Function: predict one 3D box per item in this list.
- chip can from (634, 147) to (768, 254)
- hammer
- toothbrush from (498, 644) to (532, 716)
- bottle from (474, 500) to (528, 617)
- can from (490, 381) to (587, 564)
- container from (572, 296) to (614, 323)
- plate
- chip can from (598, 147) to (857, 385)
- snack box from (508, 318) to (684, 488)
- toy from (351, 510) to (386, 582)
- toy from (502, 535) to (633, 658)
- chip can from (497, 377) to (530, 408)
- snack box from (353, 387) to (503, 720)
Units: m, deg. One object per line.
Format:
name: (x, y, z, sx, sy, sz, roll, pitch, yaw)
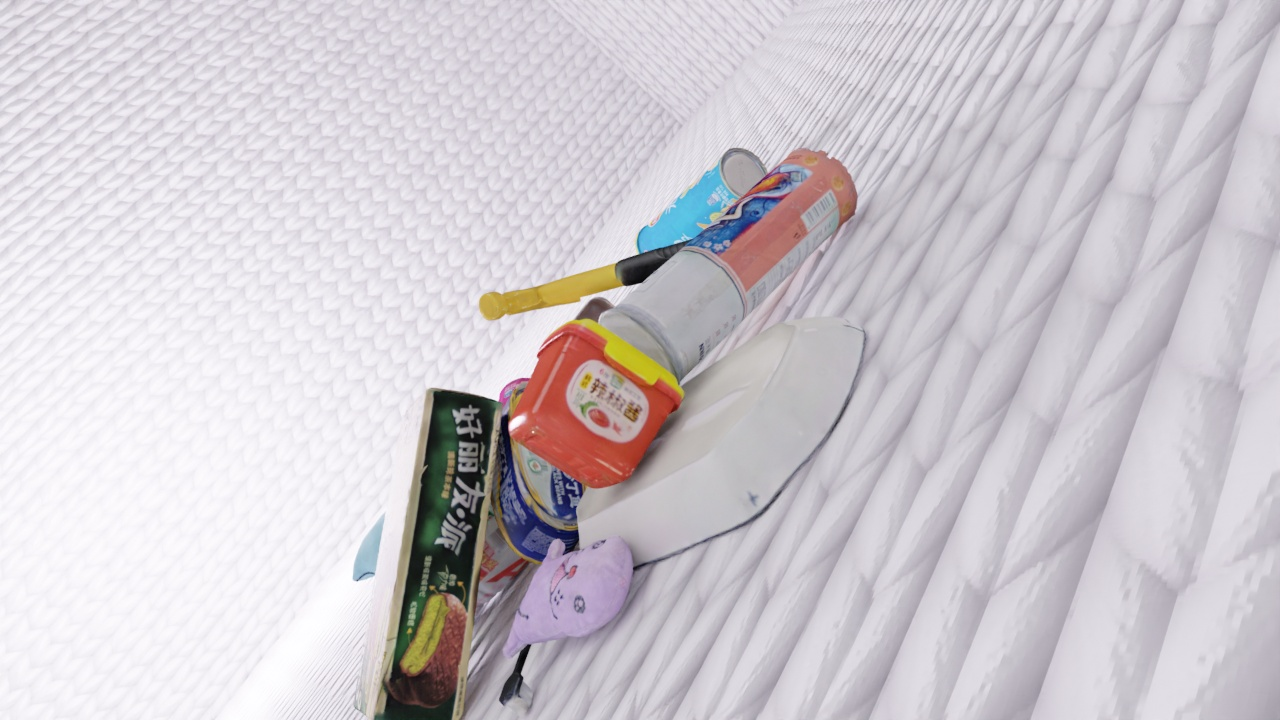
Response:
chip can: (0.072, -0.181, 1.141, 0.071, 0.071, 0.211, -57, 12, -32)
hammer: (-0.017, -0.090, 0.944, 0.301, 0.033, 0.128, -12, 4, 29)
toothbrush: (-0.069, 0.179, 0.623, 0.016, 0.018, 0.181, -42, 10, 13)
bottle: (-0.116, 0.146, 0.796, 0.197, 0.068, 0.068, -47, 10, 2)
can: (-0.077, 0.084, 0.716, 0.049, 0.074, 0.148, -56, 34, 35)
container: (-0.044, -0.013, 0.997, 0.090, 0.090, 0.111, -50, 7, 0)
plate: (0.033, 0.052, 0.578, 0.267, 0.034, 0.161, -37, 17, 52)
chip can: (0.068, -0.069, 0.657, 0.214, 0.071, 0.071, -42, 6, -26)
snack box: (-0.032, 0.031, 0.586, 0.080, 0.091, 0.082, -62, 15, -24)
toy: (-0.206, 0.142, 0.862, 0.161, 0.050, 0.156, -40, 20, 0)
toy: (-0.040, 0.138, 0.557, 0.108, 0.039, 0.083, -32, 30, 49)
chip can: (-0.135, 0.089, 1.005, 0.071, 0.071, 0.210, -47, 16, 15)
snack box: (-0.163, 0.148, 0.701, 0.115, 0.063, 0.239, 149, 129, -62)
